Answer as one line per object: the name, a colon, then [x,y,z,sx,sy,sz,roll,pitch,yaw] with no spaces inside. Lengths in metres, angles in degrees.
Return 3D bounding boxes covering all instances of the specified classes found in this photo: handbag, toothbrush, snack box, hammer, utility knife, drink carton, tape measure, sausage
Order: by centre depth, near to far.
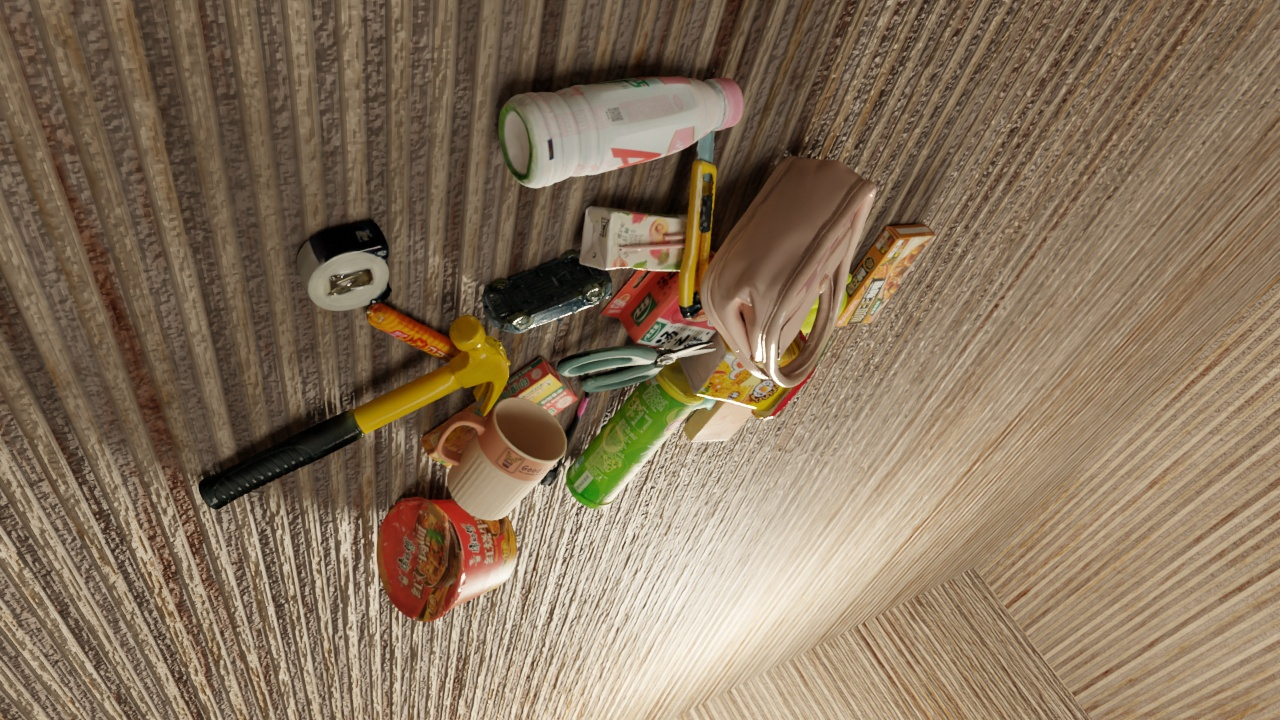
tape measure: [-0.226,-0.069,0.701,0.066,0.033,0.066,-19,146,-23]
utility knife: [0.053,-0.134,0.814,0.033,0.015,0.217,-21,127,-36]
sausage: [-0.190,-0.018,0.824,0.021,0.021,0.165,-38,150,10]
hammer: [-0.257,0.057,0.836,0.300,0.032,0.129,-26,151,-1]
drink carton: [0.007,-0.109,0.836,0.122,0.045,0.053,-3,107,-40]
handbag: [0.158,-0.066,0.924,0.193,0.093,0.234,-53,149,-21]
snack box: [0.043,-0.064,0.954,0.127,0.044,0.113,8,131,-49]
snack box: [-0.149,0.061,0.977,0.156,0.027,0.077,-34,150,4]
toothbrush: [-0.090,0.096,1.100,0.017,0.014,0.190,-1,139,-26]
snack box: [0.300,-0.106,1.154,0.075,0.026,0.154,-8,143,-35]
snack box: [0.132,0.049,1.228,0.084,0.026,0.158,3,136,-46]

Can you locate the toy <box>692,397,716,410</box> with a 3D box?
toy: [0.061,0.045,1.152,0.091,0.030,0.097,-22,143,-22]

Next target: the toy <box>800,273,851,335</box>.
toy: [0.224,-0.070,1.131,0.097,0.031,0.100,-36,147,12]

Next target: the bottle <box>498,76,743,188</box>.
bottle: [-0.008,-0.183,0.705,0.196,0.068,0.068,-18,148,-28]

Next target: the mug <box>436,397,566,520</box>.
mug: [-0.151,0.096,0.929,0.114,0.081,0.106,26,123,-25]

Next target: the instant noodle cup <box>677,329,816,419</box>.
instant noodle cup: [0.116,-0.005,1.058,0.123,0.116,0.116,7,134,-33]

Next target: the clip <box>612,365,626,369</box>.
clip: [-0.007,0.003,1.039,0.057,0.014,0.047,8,132,-51]

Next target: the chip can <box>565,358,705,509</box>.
chip can: [-0.010,0.092,1.110,0.072,0.072,0.222,3,135,-46]

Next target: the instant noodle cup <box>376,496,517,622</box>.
instant noodle cup: [-0.218,0.220,1.055,0.138,0.138,0.108,-48,156,25]

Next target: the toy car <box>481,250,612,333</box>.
toy car: [-0.084,-0.060,0.830,0.120,0.054,0.037,-22,147,-18]

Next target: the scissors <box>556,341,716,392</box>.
scissors: [-0.003,0.006,0.985,0.177,0.019,0.171,-8,164,-9]
